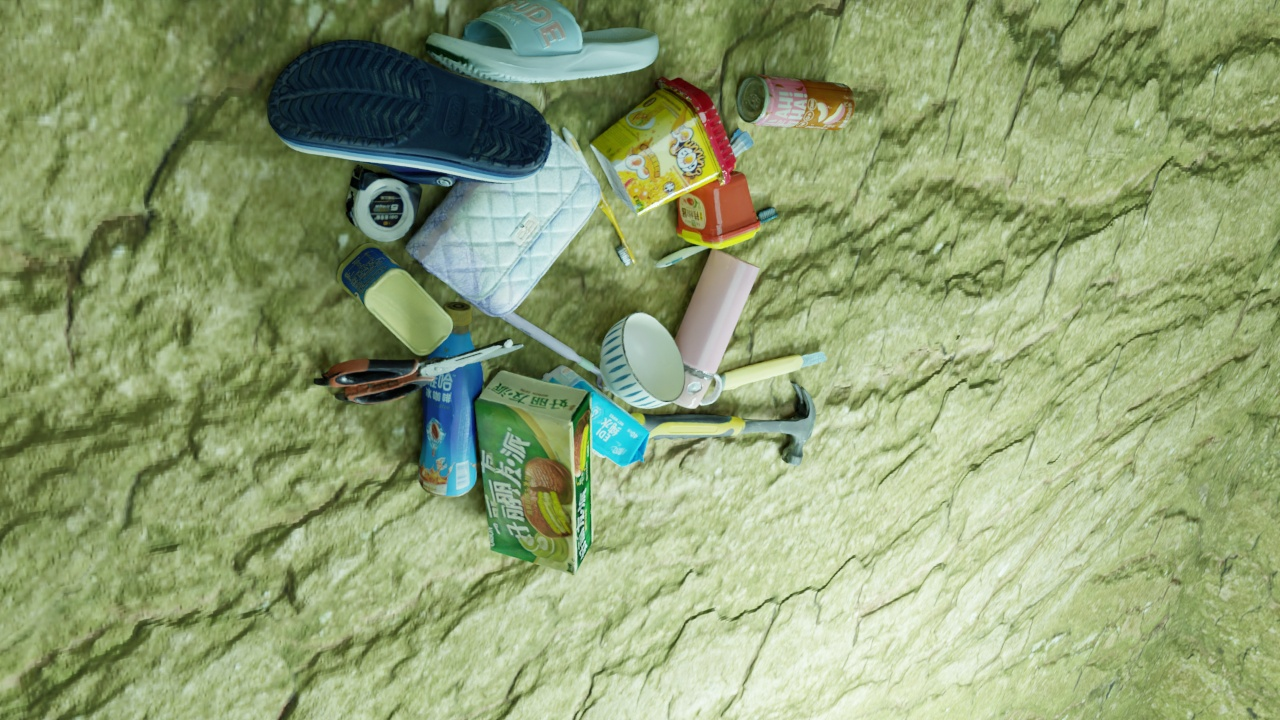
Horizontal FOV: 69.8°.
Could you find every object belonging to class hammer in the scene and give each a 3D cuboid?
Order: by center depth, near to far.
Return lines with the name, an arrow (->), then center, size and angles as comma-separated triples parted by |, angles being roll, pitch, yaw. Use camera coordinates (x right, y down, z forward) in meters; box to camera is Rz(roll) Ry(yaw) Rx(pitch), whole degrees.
hammer -> 0.120, 0.088, 1.269 | 0.322, 0.032, 0.126 | 3, 110, -35

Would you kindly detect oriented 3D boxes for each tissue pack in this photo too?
tissue pack -> -0.058, 0.070, 1.099 | 0.063, 0.090, 0.140 | -52, 129, -2

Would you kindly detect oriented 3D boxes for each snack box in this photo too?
snack box -> -0.116, 0.131, 1.045 | 0.063, 0.114, 0.241 | -58, 157, -50
snack box -> 0.089, -0.182, 1.083 | 0.081, 0.091, 0.080 | -22, 115, -25

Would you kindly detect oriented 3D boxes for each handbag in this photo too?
handbag -> -0.136, -0.150, 0.952 | 0.194, 0.075, 0.134 | -53, 131, -3

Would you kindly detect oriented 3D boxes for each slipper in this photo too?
slipper -> -0.211, -0.221, 0.859 | 0.252, 0.095, 0.105 | 7, 76, -16
slipper -> -0.086, -0.316, 0.893 | 0.244, 0.104, 0.074 | -17, 123, -33

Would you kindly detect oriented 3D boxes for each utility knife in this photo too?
utility knife -> 0.187, 0.013, 1.286 | 0.198, 0.021, 0.031 | -10, 122, -23

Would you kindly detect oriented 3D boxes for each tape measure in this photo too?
tape measure -> -0.254, -0.151, 0.898 | 0.065, 0.033, 0.066 | 11, 103, -35

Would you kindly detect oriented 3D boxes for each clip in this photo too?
clip -> 0.109, -0.253, 1.106 | 0.058, 0.041, 0.026 | -41, 131, -6

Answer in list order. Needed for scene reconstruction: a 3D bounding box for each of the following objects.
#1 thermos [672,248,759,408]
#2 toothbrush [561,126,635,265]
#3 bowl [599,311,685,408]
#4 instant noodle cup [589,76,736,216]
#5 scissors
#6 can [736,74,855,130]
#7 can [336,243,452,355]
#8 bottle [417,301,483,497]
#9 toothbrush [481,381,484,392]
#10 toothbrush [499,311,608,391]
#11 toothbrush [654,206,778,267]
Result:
thermos -> 0.092, -0.036, 1.165 | 0.087, 0.067, 0.199 | 15, 101, -27
toothbrush -> -0.048, -0.181, 1.037 | 0.018, 0.016, 0.191 | -35, 128, -7
bowl -> -0.007, 0.006, 1.107 | 0.066, 0.116, 0.116 | -25, 140, 34
instant noodle cup -> 0.022, -0.230, 1.006 | 0.123, 0.116, 0.116 | -32, 127, -4
scissors -> -0.223, 0.006, 0.907 | 0.197, 0.206, 0.015 | 7, 64, -26
can -> 0.189, -0.311, 1.109 | 0.147, 0.058, 0.058 | -6, 114, -32
can -> -0.244, -0.060, 0.915 | 0.057, 0.083, 0.102 | -46, 129, -8
bottle -> -0.206, 0.042, 0.997 | 0.065, 0.065, 0.219 | -8, 118, -32
toothbrush -> -0.179, 0.103, 1.084 | 0.017, 0.012, 0.186 | -20, 122, -33
toothbrush -> -0.097, -0.012, 1.081 | 0.189, 0.029, 0.021 | 35, 49, -38
toothbrush -> 0.096, -0.155, 1.147 | 0.191, 0.016, 0.018 | -26, 114, -23
